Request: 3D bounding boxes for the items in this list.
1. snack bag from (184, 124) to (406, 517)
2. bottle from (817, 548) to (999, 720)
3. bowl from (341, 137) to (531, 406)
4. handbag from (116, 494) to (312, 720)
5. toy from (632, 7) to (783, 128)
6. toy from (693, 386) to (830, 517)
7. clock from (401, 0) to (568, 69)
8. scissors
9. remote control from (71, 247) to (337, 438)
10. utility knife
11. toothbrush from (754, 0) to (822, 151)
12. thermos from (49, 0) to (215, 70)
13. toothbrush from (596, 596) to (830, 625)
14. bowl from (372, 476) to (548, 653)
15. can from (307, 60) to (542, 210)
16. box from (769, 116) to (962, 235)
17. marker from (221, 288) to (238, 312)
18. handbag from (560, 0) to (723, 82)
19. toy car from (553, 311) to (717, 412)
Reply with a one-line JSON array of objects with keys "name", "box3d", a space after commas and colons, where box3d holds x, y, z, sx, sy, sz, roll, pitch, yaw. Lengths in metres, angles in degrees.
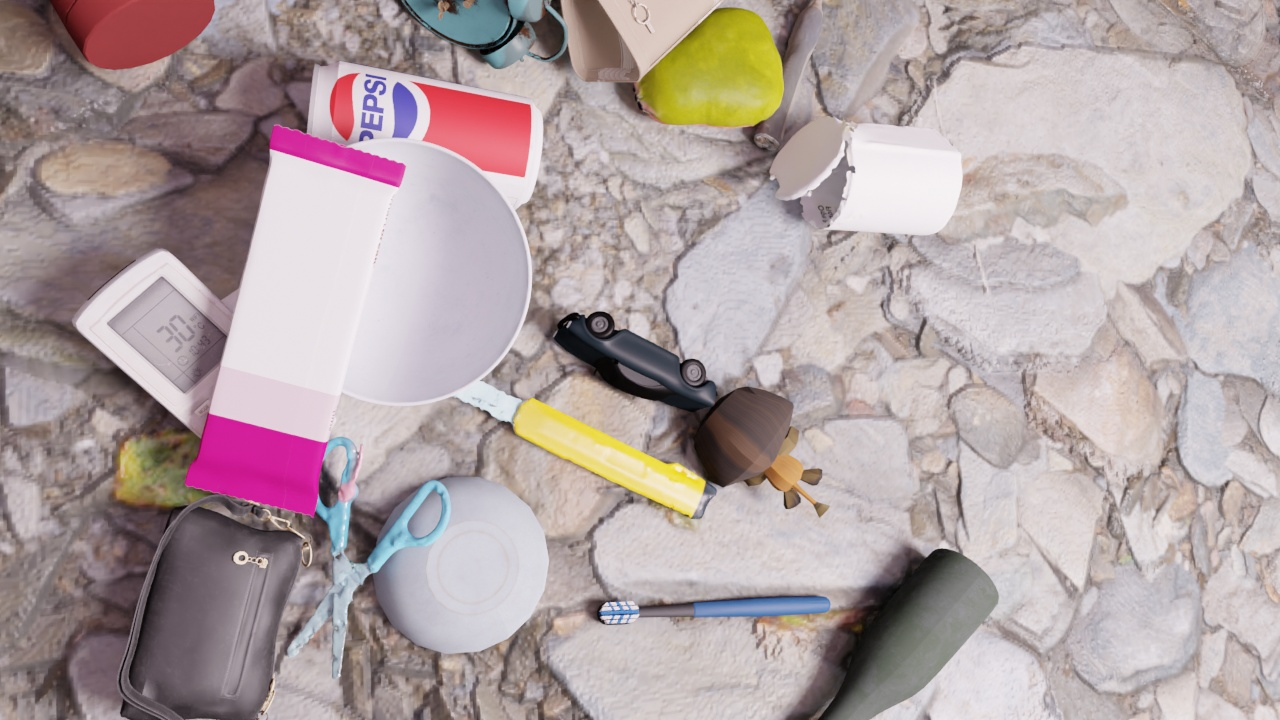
[{"name": "snack bag", "box3d": [-0.183, -0.018, 0.484, 0.070, 0.016, 0.196, 15, 96, -10]}, {"name": "bottle", "box3d": [0.169, 0.205, 0.621, 0.173, 0.055, 0.055, -41, 96, -20]}, {"name": "bowl", "box3d": [-0.132, -0.051, 0.529, 0.144, 0.074, 0.144, 0, 97, -2]}, {"name": "handbag", "box3d": [-0.224, 0.137, 0.489, 0.079, 0.054, 0.128, 14, 75, -22]}, {"name": "toy", "box3d": [0.046, -0.202, 0.642, 0.109, 0.051, 0.090, -15, 85, -19]}, {"name": "toy", "box3d": [0.084, 0.065, 0.609, 0.100, 0.062, 0.076, 41, 106, 5]}, {"name": "clock", "box3d": [-0.098, -0.235, 0.576, 0.124, 0.090, 0.053, 32, 62, -12]}, {"name": "scissors", "box3d": [-0.151, 0.113, 0.518, 0.111, 0.015, 0.140, -2, 83, 15]}, {"name": "remote control", "box3d": [-0.235, 0.006, 0.504, 0.060, 0.025, 0.138, -48, 114, -18]}, {"name": "utility knife", "box3d": [-0.048, 0.047, 0.586, 0.223, 0.019, 0.030, 29, 67, -19]}, {"name": "toothbrush", "box3d": [0.122, -0.241, 0.693, 0.024, 0.022, 0.185, 37, 66, -44]}, {"name": "thermos", "box3d": [-0.333, -0.260, 0.495, 0.107, 0.084, 0.198, -35, 96, -22]}, {"name": "toothbrush", "box3d": [0.052, 0.164, 0.606, 0.167, 0.014, 0.014, 3, 69, -19]}, {"name": "bowl", "box3d": [-0.102, 0.121, 0.542, 0.106, 0.039, 0.106, 3, 80, -20]}, {"name": "can", "box3d": [-0.131, -0.135, 0.556, 0.132, 0.070, 0.070, 6, 79, -19]}, {"name": "box", "box3d": [0.157, -0.135, 0.655, 0.143, 0.089, 0.080, -2, 45, -19]}, {"name": "marker", "box3d": [-0.218, -0.041, 0.537, 0.141, 0.020, 0.020, -41, 96, -21]}, {"name": "handbag", "box3d": [-0.003, -0.310, 0.578, 0.175, 0.062, 0.198, -49, 133, -25]}, {"name": "toy car", "box3d": [-0.003, 0.004, 0.594, 0.112, 0.046, 0.034, 27, 71, -16]}]
